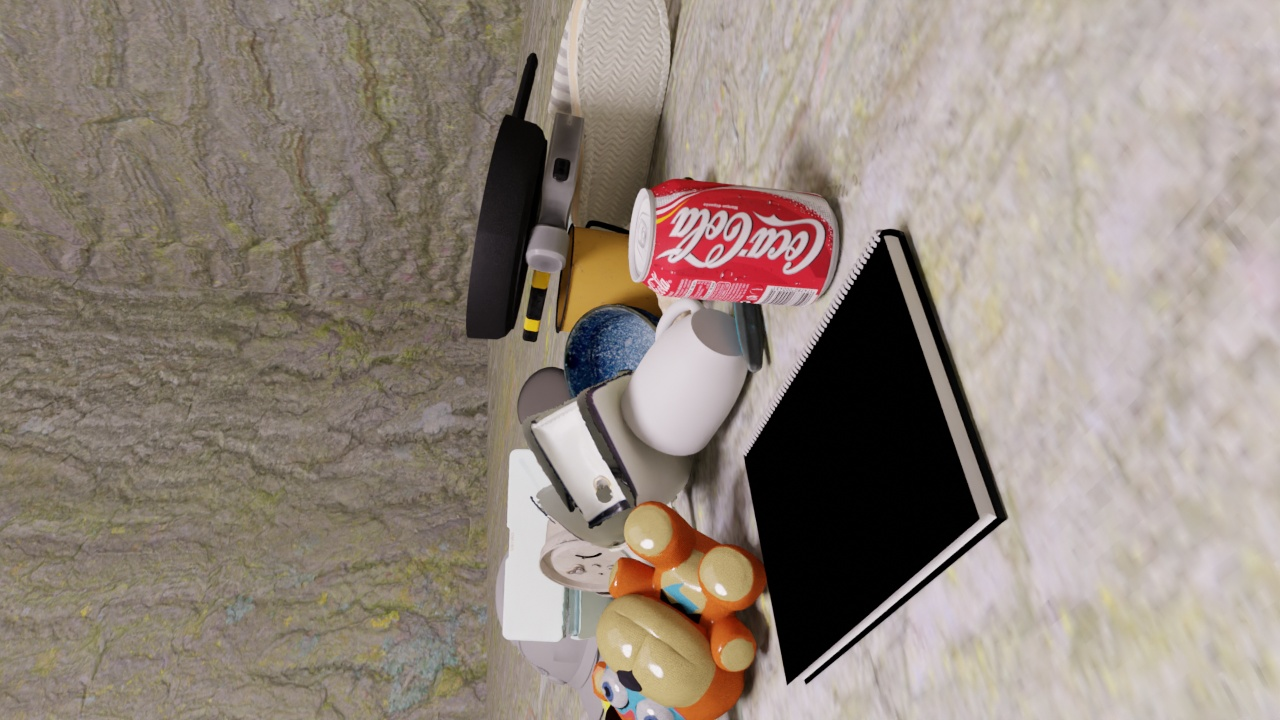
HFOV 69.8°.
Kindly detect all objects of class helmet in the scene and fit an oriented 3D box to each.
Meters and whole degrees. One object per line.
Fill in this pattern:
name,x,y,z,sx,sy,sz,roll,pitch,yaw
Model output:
helmet,-0.110,0.286,1.079,0.184,0.117,0.270,128,141,-68

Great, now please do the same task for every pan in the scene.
pan,-0.115,-0.178,0.881,0.205,0.044,0.354,108,171,-53

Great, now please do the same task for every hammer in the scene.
hammer,-0.096,-0.104,0.921,0.325,0.034,0.169,116,163,-64

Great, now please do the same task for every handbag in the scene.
handbag,-0.010,0.103,0.681,0.176,0.074,0.151,62,-162,2

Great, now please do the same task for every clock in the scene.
clock,-0.036,0.180,0.870,0.157,0.103,0.061,70,-163,-50

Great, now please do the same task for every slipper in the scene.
slipper,-0.032,-0.245,0.898,0.054,0.114,0.273,52,149,43

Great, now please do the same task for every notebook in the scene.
notebook,0.100,0.057,0.461,0.207,0.016,0.148,111,158,-52

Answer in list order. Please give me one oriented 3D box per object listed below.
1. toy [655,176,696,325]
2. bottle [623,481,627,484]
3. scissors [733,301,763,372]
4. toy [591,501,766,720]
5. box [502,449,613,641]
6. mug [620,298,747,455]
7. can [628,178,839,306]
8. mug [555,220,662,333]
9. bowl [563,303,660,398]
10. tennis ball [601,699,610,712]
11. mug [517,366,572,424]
toy,0.034,-0.080,0.721,0.092,0.043,0.118,-110,23,-54
bottle,-0.017,0.099,0.883,0.174,0.046,0.083,116,154,-59
scissors,0.072,-0.057,0.602,0.156,0.019,0.124,-154,70,-78
toy,0.022,0.181,0.593,0.112,0.096,0.176,23,119,33
box,-0.083,0.194,0.974,0.074,0.126,0.197,-8,77,48
mug,0.033,-0.003,0.640,0.090,0.071,0.107,120,150,-42
can,0.050,-0.064,0.506,0.064,0.104,0.064,-177,91,-77
mug,-0.024,-0.079,0.848,0.101,0.094,0.123,112,162,-55
bowl,-0.005,0.005,0.790,0.114,0.060,0.114,8,105,32
tennis ball,0.002,0.259,0.719,0.065,0.065,0.065,-177,91,-77
mug,-0.065,0.061,0.992,0.114,0.088,0.078,30,94,35
